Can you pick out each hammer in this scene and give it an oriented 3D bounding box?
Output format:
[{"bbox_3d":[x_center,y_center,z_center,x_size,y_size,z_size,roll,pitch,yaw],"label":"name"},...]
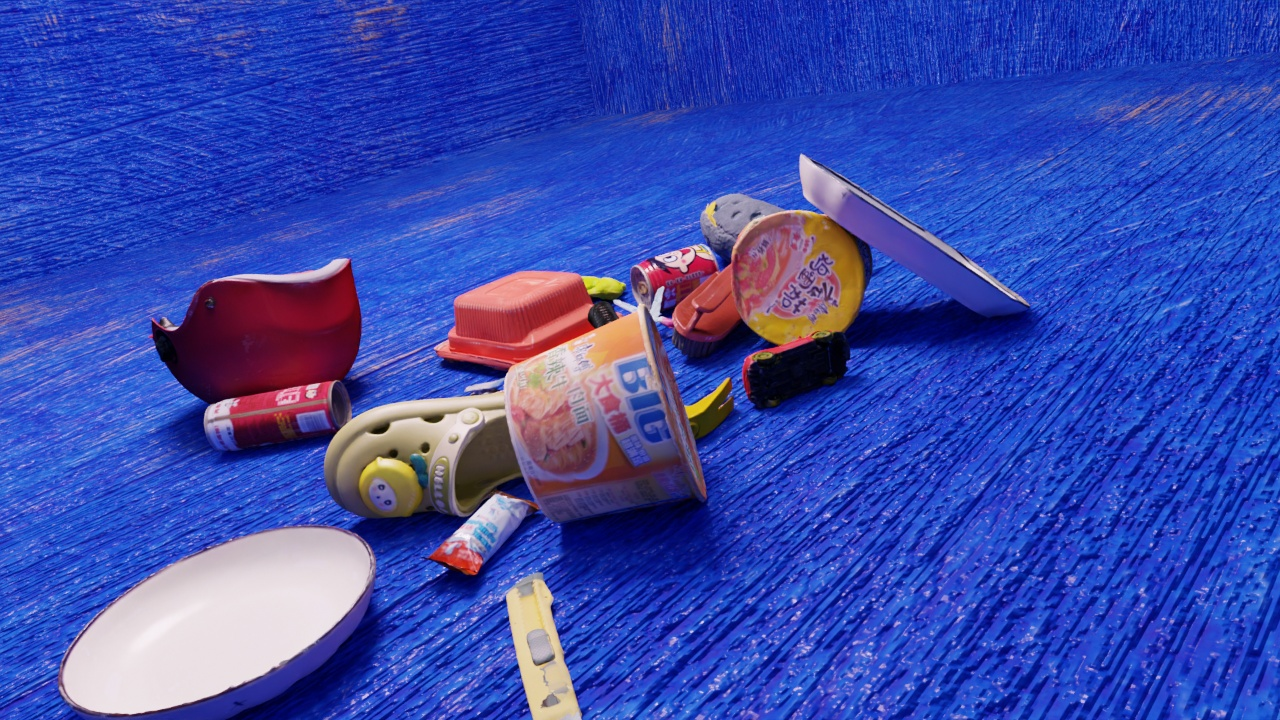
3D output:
[{"bbox_3d":[-0.005,0.005,0.885,0.128,0.033,0.300,-13,25,-11],"label":"hammer"}]

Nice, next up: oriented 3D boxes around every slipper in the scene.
[{"bbox_3d":[-0.152,0.078,0.720,0.190,0.092,0.081,-12,23,-11],"label":"slipper"}]

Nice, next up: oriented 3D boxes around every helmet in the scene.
[{"bbox_3d":[-0.419,-0.012,1.021,0.241,0.144,0.206,-18,3,34],"label":"helmet"}]

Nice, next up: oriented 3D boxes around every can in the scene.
[{"bbox_3d":[0.042,-0.098,1.112,0.093,0.066,0.066,-18,22,-18],"label":"can"},{"bbox_3d":[-0.367,0.057,0.931,0.133,0.053,0.053,-10,20,3],"label":"can"}]

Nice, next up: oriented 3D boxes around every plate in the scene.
[{"bbox_3d":[-0.262,0.173,0.591,0.192,0.039,0.192,-10,21,4],"label":"plate"},{"bbox_3d":[0.261,-0.118,0.905,0.265,0.034,0.161,30,19,-9],"label":"plate"}]

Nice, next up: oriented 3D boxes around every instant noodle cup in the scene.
[{"bbox_3d":[0.175,-0.092,0.945,0.138,0.138,0.109,0,15,26],"label":"instant noodle cup"},{"bbox_3d":[-0.136,-0.050,1.062,0.189,0.079,0.164,6,26,41],"label":"instant noodle cup"},{"bbox_3d":[-0.026,0.046,0.669,0.111,0.151,0.151,-17,20,6],"label":"instant noodle cup"}]

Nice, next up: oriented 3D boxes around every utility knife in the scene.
[{"bbox_3d":[-0.053,0.174,0.525,0.031,0.020,0.190,-21,26,-9],"label":"utility knife"}]

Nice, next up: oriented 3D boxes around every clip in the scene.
[{"bbox_3d":[-0.157,0.031,0.943,0.058,0.043,0.026,-4,23,38],"label":"clip"}]

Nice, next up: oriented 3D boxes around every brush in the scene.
[{"bbox_3d":[0.079,-0.058,0.964,0.063,0.069,0.145,30,35,15],"label":"brush"}]

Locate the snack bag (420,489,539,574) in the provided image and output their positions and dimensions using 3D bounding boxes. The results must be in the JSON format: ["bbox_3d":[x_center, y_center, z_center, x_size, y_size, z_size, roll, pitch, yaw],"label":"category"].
[{"bbox_3d":[-0.113,0.124,0.665,0.048,0.026,0.103,13,29,24],"label":"snack bag"}]

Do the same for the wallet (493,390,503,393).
[{"bbox_3d":[-0.122,0.042,0.828,0.130,0.035,0.119,-16,0,-16],"label":"wallet"}]

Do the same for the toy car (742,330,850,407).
[{"bbox_3d":[0.139,0.005,0.817,0.106,0.049,0.031,-19,24,-17],"label":"toy car"}]

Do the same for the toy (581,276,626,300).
[{"bbox_3d":[-0.070,-0.095,1.210,0.100,0.031,0.096,-3,12,7],"label":"toy"}]

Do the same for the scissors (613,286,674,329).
[{"bbox_3d":[0.020,-0.044,1.018,0.130,0.017,0.133,1,39,14],"label":"scissors"}]

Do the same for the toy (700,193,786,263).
[{"bbox_3d":[0.154,-0.174,1.227,0.137,0.091,0.356,-5,20,-19],"label":"toy"}]
